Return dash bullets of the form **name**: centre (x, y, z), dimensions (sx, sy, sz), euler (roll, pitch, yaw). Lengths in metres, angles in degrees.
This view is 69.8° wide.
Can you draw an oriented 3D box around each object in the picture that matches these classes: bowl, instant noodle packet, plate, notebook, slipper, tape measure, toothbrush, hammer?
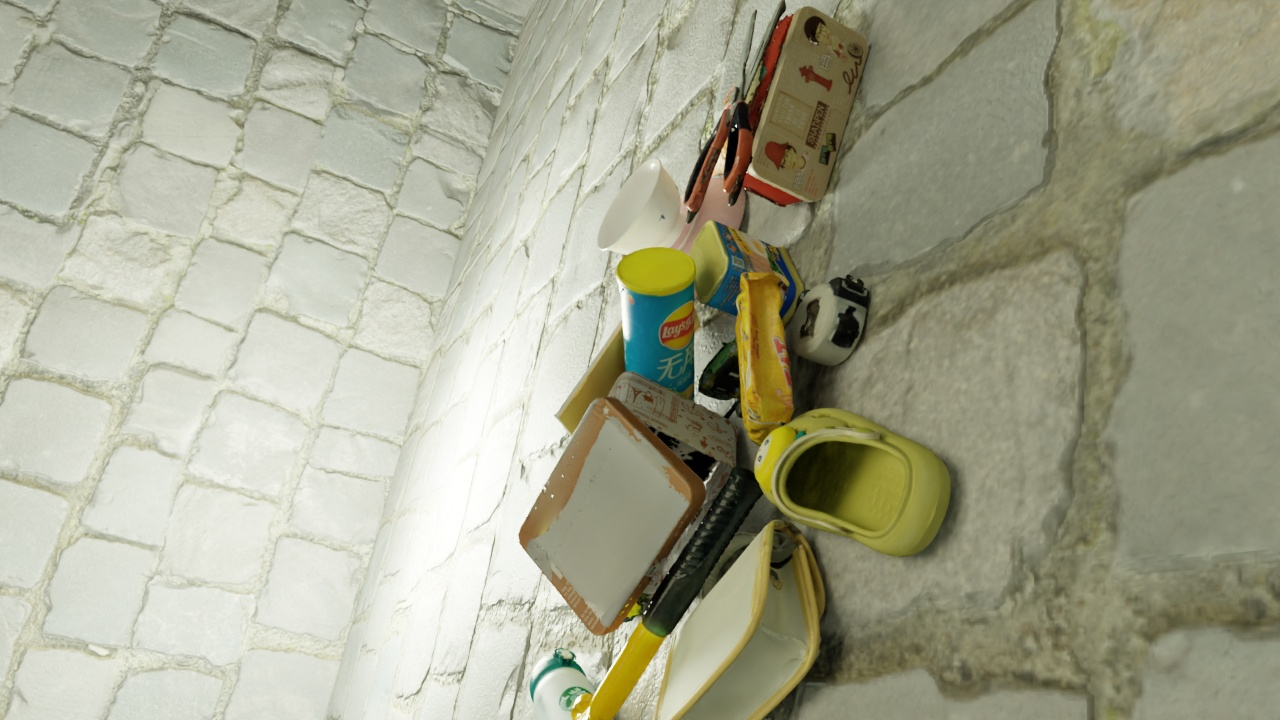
- **bowl**: centre (0.011, -0.158, 1.022), dimensions (0.119, 0.064, 0.118), euler (-47, 24, 29)
- **instant noodle packet**: centre (0.103, 0.001, 0.759), dimensions (0.111, 0.044, 0.128), euler (72, -165, -69)
- **plate**: centre (0.045, -0.135, 1.061), dimensions (0.193, 0.039, 0.192), euler (-46, 26, 30)
- **notebook**: centre (-0.006, 0.005, 0.934), dimensions (0.206, 0.010, 0.146), euler (-57, -28, -17)
- **slipper**: centre (0.132, 0.076, 0.641), dimensions (0.191, 0.081, 0.091), euler (15, 83, 67)
- **tape measure**: centre (0.152, -0.030, 0.749), dimensions (0.066, 0.033, 0.066), euler (-28, 46, 64)
- **toothbrush**: centre (0.063, 0.087, 0.904), dimensions (0.190, 0.014, 0.016), euler (-53, 50, 42)
- **hammer**: centre (0.013, 0.219, 0.759), dimensions (0.301, 0.033, 0.128), euler (-60, 2, 11)

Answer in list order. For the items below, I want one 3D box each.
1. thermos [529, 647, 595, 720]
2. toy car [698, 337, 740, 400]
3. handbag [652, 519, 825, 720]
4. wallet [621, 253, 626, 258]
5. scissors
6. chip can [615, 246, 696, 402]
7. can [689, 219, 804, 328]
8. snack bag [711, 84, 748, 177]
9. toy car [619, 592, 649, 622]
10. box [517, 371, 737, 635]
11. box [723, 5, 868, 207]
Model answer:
- **thermos**: centre (-0.062, 0.360, 0.898), dimensions (0.073, 0.073, 0.224), euler (-69, 20, 4)
- **toy car**: centre (0.089, 0.004, 0.864), dimensions (0.091, 0.043, 0.036), euler (-47, 30, 46)
- **handbag**: centre (0.080, 0.196, 0.716), dimensions (0.164, 0.063, 0.178), euler (-57, 9, 32)
- **wallet**: centre (-0.013, -0.069, 1.165), dimensions (0.101, 0.020, 0.115), euler (84, -174, -53)
- **scissors**: centre (0.086, -0.226, 0.861), dimensions (0.189, 0.015, 0.224), euler (134, 148, -62)
- **chip can**: centre (0.018, -0.001, 0.877), dimensions (0.071, 0.071, 0.211), euler (-97, 4, -51)
- **can**: centre (0.096, -0.080, 0.864), dimensions (0.057, 0.083, 0.102), euler (-59, 23, 29)
- **snack bag**: centre (0.117, -0.267, 1.030), dimensions (0.208, 0.073, 0.129), euler (-127, 58, -75)
- **toy car**: centre (-0.013, 0.218, 0.952), dimensions (0.048, 0.032, 0.105), euler (-46, 30, 49)
- **box**: centre (-0.013, 0.130, 0.815), dimensions (0.182, 0.150, 0.166), euler (-60, 10, 27)
- **box**: centre (0.142, -0.239, 0.879), dimensions (0.078, 0.091, 0.168), euler (7, 78, 67)
